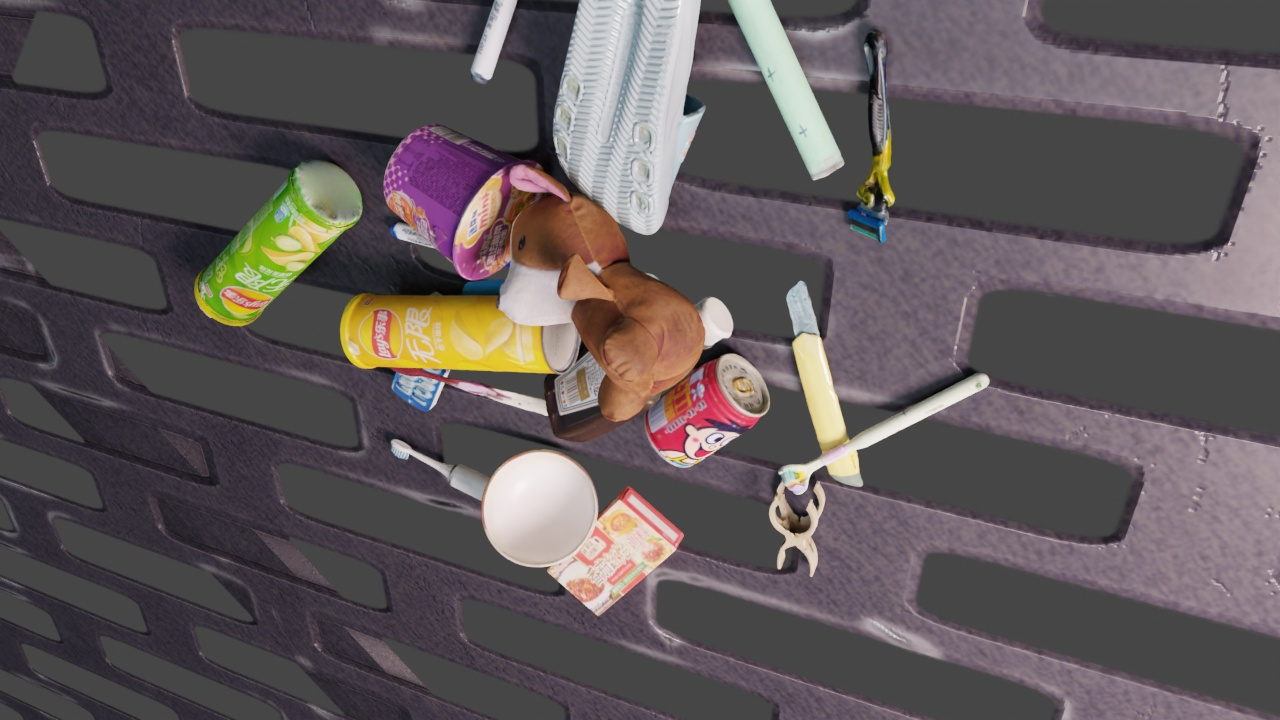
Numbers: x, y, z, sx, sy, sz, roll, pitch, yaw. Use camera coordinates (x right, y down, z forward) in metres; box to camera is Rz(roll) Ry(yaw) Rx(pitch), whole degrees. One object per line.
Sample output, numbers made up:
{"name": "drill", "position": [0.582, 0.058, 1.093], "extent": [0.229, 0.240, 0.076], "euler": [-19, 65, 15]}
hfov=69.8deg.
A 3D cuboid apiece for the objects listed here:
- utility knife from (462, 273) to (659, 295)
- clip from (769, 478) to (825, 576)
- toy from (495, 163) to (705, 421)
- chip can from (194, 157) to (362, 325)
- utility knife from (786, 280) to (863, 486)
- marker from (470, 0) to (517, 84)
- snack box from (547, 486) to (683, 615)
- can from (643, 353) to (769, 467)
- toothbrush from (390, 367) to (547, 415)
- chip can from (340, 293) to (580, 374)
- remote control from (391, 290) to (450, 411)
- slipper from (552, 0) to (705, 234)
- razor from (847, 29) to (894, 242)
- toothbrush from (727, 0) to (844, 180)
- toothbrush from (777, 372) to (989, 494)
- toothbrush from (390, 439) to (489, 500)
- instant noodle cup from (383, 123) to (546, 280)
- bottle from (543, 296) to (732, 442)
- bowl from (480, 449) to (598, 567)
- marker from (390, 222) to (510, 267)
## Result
{"name": "utility knife", "position": [-0.073, -0.061, 0.816], "extent": [0.207, 0.018, 0.034], "euler": [-2, 128, 27]}
{"name": "clip", "position": [0.151, 0.151, 0.817], "extent": [0.081, 0.034, 0.104], "euler": [-5, 119, 29]}
{"name": "toy", "position": [-0.044, -0.052, 0.707], "extent": [0.199, 0.130, 0.140], "euler": [59, 162, 20]}
{"name": "chip can", "position": [-0.354, -0.112, 0.894], "extent": [0.222, 0.072, 0.072], "euler": [-31, 101, 36]}
{"name": "utility knife", "position": [0.149, 0.025, 0.755], "extent": [0.031, 0.020, 0.195], "euler": [-9, 119, 24]}
{"name": "marker", "position": [-0.107, -0.276, 0.713], "extent": [0.022, 0.018, 0.131], "euler": [47, 129, 21]}
{"name": "snack box", "position": [-0.028, 0.197, 0.936], "extent": [0.075, 0.025, 0.153], "euler": [41, 127, -1]}
{"name": "can", "position": [0.056, 0.042, 0.781], "extent": [0.066, 0.066, 0.094], "euler": [48, 126, -5]}
{"name": "toothbrush", "position": [-0.152, 0.026, 0.890], "extent": [0.187, 0.017, 0.016], "euler": [15, 118, 3]}
{"name": "chip can", "position": [-0.164, -0.026, 0.827], "extent": [0.214, 0.071, 0.072], "euler": [1, 117, 22]}
{"name": "remote control", "position": [-0.208, -0.007, 0.910], "extent": [0.049, 0.024, 0.125], "euler": [33, 123, 6]}
{"name": "slipper", "position": [-0.002, -0.199, 0.666], "extent": [0.104, 0.074, 0.246], "euler": [33, 144, 15]}
{"name": "razor", "position": [0.166, -0.157, 0.644], "extent": [0.042, 0.022, 0.143], "euler": [-138, 38, -59]}
{"name": "toothbrush", "position": [0.084, -0.230, 0.638], "extent": [0.027, 0.026, 0.224], "euler": [-8, 115, 54]}
{"name": "toothbrush", "position": [0.194, 0.059, 0.741], "extent": [0.190, 0.020, 0.029], "euler": [-33, 100, 29]}
{"name": "toothbrush", "position": [-0.171, 0.133, 0.969], "extent": [0.221, 0.026, 0.026], "euler": [24, 115, 13]}
{"name": "instant noodle cup", "position": [-0.150, -0.137, 0.763], "extent": [0.099, 0.111, 0.112], "euler": [32, 127, 18]}
{"name": "bottle", "position": [-0.005, 0.005, 0.789], "extent": [0.195, 0.044, 0.079], "euler": [-31, 60, 35]}
{"name": "bowl", "position": [-0.095, 0.148, 0.907], "extent": [0.113, 0.113, 0.062], "euler": [26, 169, 11]}
{"name": "marker", "position": [-0.165, -0.104, 0.839], "extent": [0.146, 0.016, 0.017], "euler": [16, 123, 18]}
